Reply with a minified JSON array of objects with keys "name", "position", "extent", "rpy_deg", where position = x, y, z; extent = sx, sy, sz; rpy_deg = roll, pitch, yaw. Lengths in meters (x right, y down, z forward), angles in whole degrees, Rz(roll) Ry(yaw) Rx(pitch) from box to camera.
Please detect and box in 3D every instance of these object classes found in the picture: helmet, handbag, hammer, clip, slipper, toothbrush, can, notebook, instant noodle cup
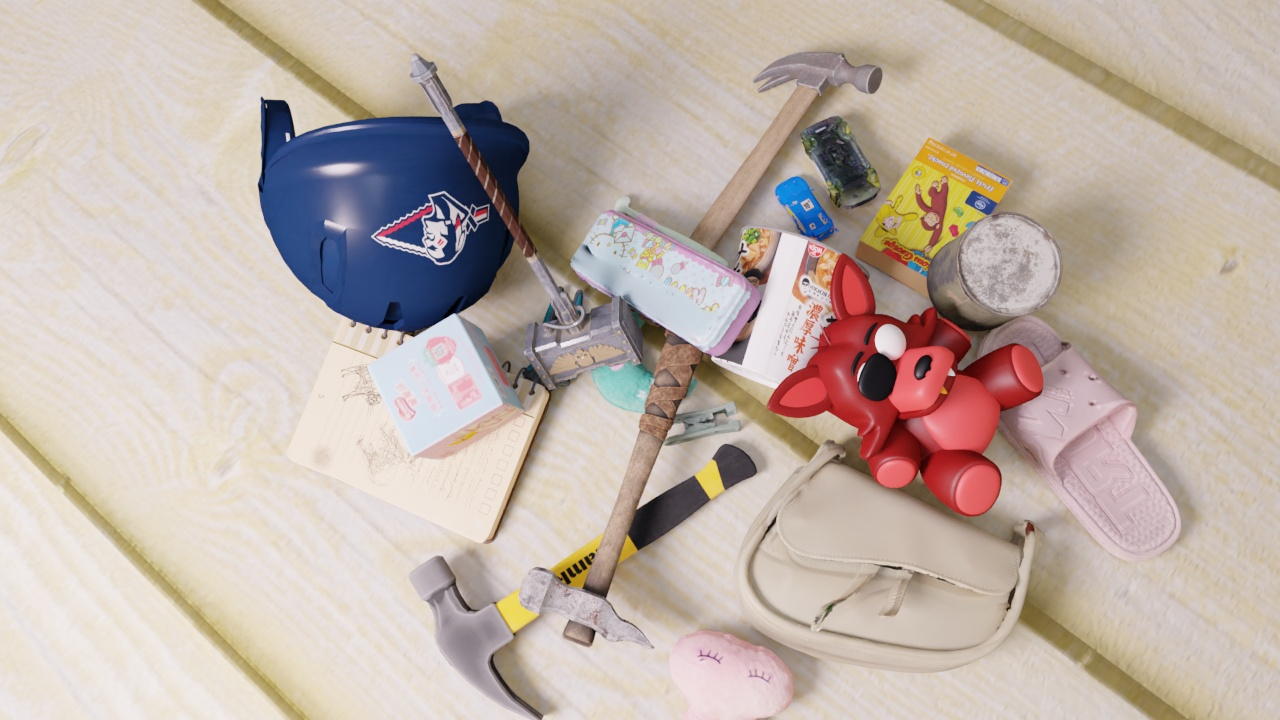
[{"name":"helmet","position":[-0.213,-0.142,0.820],"extent":[0.231,0.273,0.223],"rpy_deg":[-8,76,-29]},{"name":"handbag","position":[0.204,0.168,0.760],"extent":[0.229,0.132,0.183],"rpy_deg":[24,71,11]},{"name":"hammer","position":[-0.033,0.179,0.824],"extent":[0.324,0.034,0.170],"rpy_deg":[-33,82,-7]},{"name":"hammer","position":[-0.101,-0.107,0.753],"extent":[0.098,0.322,0.044],"rpy_deg":[-16,41,15]},{"name":"hammer","position":[0.101,-0.170,0.902],"extent":[0.119,0.030,0.331],"rpy_deg":[29,82,36]},{"name":"clip","position":[0.055,0.059,0.857],"extent":[0.076,0.023,0.044],"rpy_deg":[-13,71,1]},{"name":"slipper","position":[0.380,0.063,0.797],"extent":[0.094,0.064,0.239],"rpy_deg":[-30,75,-3]},{"name":"toothbrush","position":[0.029,-0.121,0.888],"extent":[0.155,0.015,0.022],"rpy_deg":[36,110,35]},{"name":"hammer","position":[0.001,0.094,0.809],"extent":[0.121,0.049,0.318],"rpy_deg":[20,73,2]},{"name":"can","position":[0.306,-0.075,0.800],"extent":[0.090,0.075,0.089],"rpy_deg":[0,81,-2]},{"name":"notebook","position":[-0.214,0.056,0.878],"extent":[0.225,0.024,0.167],"rpy_deg":[20,85,12]},{"name":"instant noodle cup","position":[0.127,-0.041,0.834],"extent":[0.124,0.123,0.121],"rpy_deg":[22,87,12]}]

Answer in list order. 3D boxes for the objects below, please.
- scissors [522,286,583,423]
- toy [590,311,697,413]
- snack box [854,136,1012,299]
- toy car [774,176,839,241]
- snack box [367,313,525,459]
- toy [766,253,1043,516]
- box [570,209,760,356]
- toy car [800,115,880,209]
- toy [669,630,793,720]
[{"name":"scissors","position":[-0.080,-0.002,0.891],"extent":[0.138,0.019,0.136],"rpy_deg":[-26,72,-2]},{"name":"toy","position":[-0.005,0.005,0.875],"extent":[0.085,0.033,0.105],"rpy_deg":[-29,72,-13]},{"name":"snack box","position":[0.278,-0.135,0.876],"extent":[0.088,0.040,0.125],"rpy_deg":[33,80,14]},{"name":"toy car","position":[0.164,-0.148,0.882],"extent":[0.033,0.062,0.092],"rpy_deg":[-29,73,-2]},{"name":"snack box","position":[-0.172,0.026,0.821],"extent":[0.095,0.079,0.093],"rpy_deg":[-31,79,2]},{"name":"toy","position":[0.220,0.022,0.763],"extent":[0.197,0.121,0.158],"rpy_deg":[31,77,-11]},{"name":"box","position":[0.015,-0.076,0.841],"extent":[0.214,0.033,0.076],"rpy_deg":[34,89,43]},{"name":"toy car","position":[0.197,-0.192,0.904],"extent":[0.048,0.033,0.105],"rpy_deg":[-23,64,4]},{"name":"toy","position":[0.073,0.286,0.778],"extent":[0.108,0.053,0.105],"rpy_deg":[11,91,8]}]
